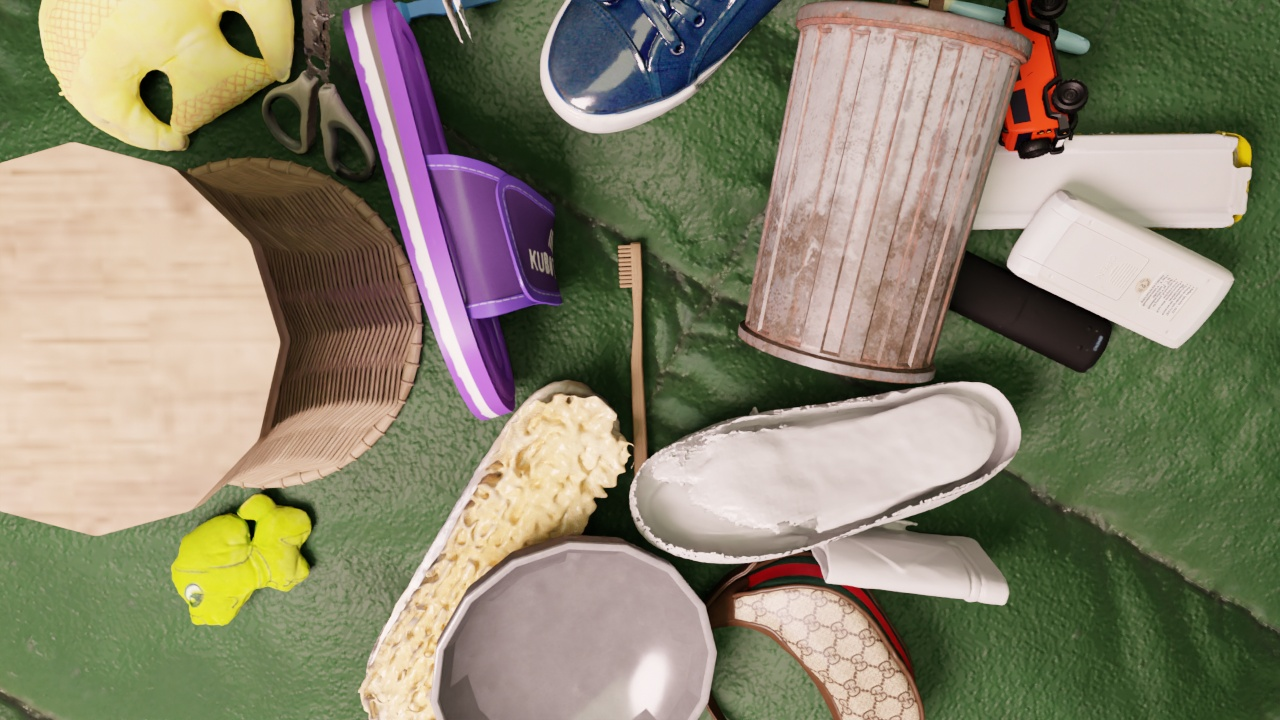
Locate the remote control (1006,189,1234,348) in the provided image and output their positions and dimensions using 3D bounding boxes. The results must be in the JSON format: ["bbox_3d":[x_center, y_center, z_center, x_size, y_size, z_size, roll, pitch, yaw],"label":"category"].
[{"bbox_3d":[0.308,-0.057,0.589,0.138,0.025,0.060,23,117,-10],"label":"remote control"}]

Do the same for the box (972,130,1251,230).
[{"bbox_3d":[0.286,-0.117,0.598,0.209,0.033,0.064,0,97,2],"label":"box"}]

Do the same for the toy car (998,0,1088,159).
[{"bbox_3d":[0.238,-0.175,0.560,0.049,0.051,0.100,-10,82,17],"label":"toy car"}]

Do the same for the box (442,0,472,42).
[{"bbox_3d":[-0.135,-0.292,0.551,0.083,0.110,0.190,1,92,0],"label":"box"}]

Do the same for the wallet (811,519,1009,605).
[{"bbox_3d":[0.172,0.126,0.596,0.116,0.086,0.032,9,100,-3],"label":"wallet"}]

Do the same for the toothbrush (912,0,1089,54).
[{"bbox_3d":[0.218,-0.228,0.597,0.155,0.022,0.016,19,137,0],"label":"toothbrush"}]

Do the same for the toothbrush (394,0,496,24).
[{"bbox_3d":[-0.107,-0.241,0.607,0.166,0.014,0.016,-16,93,-1],"label":"toothbrush"}]

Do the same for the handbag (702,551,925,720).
[{"bbox_3d":[0.106,0.210,0.620,0.138,0.063,0.166,-33,94,13],"label":"handbag"}]

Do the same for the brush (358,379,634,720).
[{"bbox_3d":[-0.098,0.136,0.614,0.083,0.056,0.271,31,95,-10],"label":"brush"}]

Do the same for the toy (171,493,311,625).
[{"bbox_3d":[-0.276,0.138,0.632,0.093,0.036,0.094,6,89,-2],"label":"toy"}]

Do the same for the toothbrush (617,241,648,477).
[{"bbox_3d":[-0.004,0.004,0.623,0.016,0.016,0.167,-2,94,1],"label":"toothbrush"}]

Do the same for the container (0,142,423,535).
[{"bbox_3d":[-0.263,-0.017,0.536,0.227,0.196,0.227,0,95,1],"label":"container"}]

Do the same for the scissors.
[{"bbox_3d":[-0.205,-0.173,0.554,0.132,0.170,0.012,12,57,22],"label":"scissors"}]

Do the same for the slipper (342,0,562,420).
[{"bbox_3d":[-0.101,-0.101,0.576,0.084,0.107,0.266,-17,90,1],"label":"slipper"}]

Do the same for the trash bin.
[{"bbox_3d":[0.139,-0.106,0.541,0.131,0.130,0.211,11,104,0],"label":"trash bin"}]

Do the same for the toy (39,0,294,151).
[{"bbox_3d":[-0.313,-0.223,0.589,0.170,0.064,0.155,-30,106,10],"label":"toy"}]

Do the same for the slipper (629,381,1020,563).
[{"bbox_3d":[0.114,0.070,0.594,0.247,0.075,0.112,-13,53,-3],"label":"slipper"}]

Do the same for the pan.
[{"bbox_3d":[-0.006,0.267,0.609,0.178,0.041,0.357,-28,108,-6],"label":"pan"}]

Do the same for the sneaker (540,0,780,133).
[{"bbox_3d":[0.060,-0.247,0.547,0.295,0.127,0.120,-38,92,6],"label":"sneaker"}]

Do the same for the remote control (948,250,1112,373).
[{"bbox_3d":[0.241,-0.040,0.611,0.152,0.020,0.041,26,94,-1],"label":"remote control"}]
